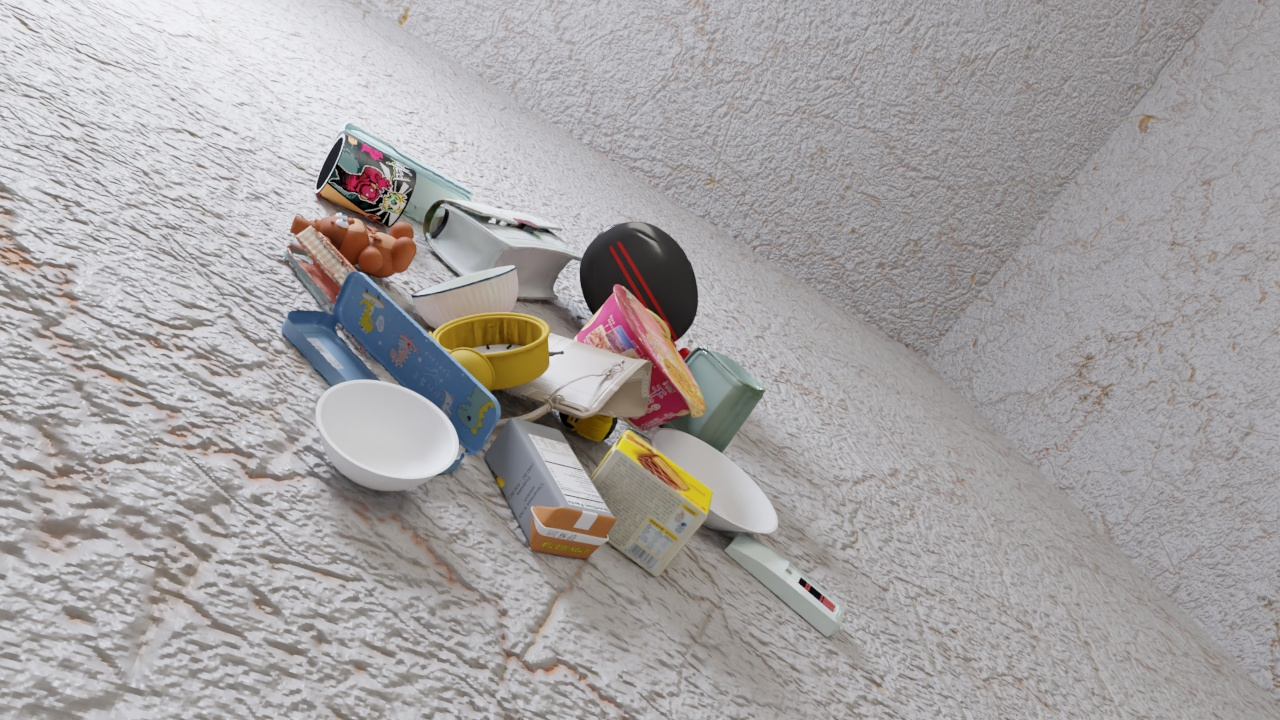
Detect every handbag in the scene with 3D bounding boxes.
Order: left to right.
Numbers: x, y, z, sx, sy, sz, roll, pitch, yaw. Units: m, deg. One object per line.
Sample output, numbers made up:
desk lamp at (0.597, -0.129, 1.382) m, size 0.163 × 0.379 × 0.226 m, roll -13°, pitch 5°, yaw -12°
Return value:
handbag at (-0.188, -0.161, 1.274) m, size 0.142 × 0.096 × 0.198 m, roll 41°, pitch 19°, yaw 20°
handbag at (-0.116, 0.030, 0.919) m, size 0.176 × 0.062 × 0.197 m, roll 17°, pitch 24°, yaw 28°
handbag at (0.089, 0.058, 1.174) m, size 0.067 × 0.122 × 0.106 m, roll 20°, pitch 20°, yaw -46°

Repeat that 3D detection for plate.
plate at (0.074, 0.147, 1.041) m, size 0.174 × 0.036 × 0.173 m, roll 32°, pitch 17°, yaw -11°

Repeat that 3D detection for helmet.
helmet at (0.002, -0.105, 1.354) m, size 0.265 × 0.164 × 0.169 m, roll 56°, pitch 5°, yaw -49°

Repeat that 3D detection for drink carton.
drink carton at (-0.082, 0.112, 0.809) m, size 0.076 × 0.048 × 0.125 m, roll 20°, pitch 22°, yaw -42°

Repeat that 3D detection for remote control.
remote control at (0.158, 0.236, 0.984) m, size 0.143 × 0.024 × 0.049 m, roll 39°, pitch 17°, yaw 12°

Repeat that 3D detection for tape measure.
tape measure at (-0.058, 0.063, 1.009) m, size 0.064 × 0.037 × 0.065 m, roll 25°, pitch 13°, yaw -22°

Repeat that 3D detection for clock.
clock at (-0.154, -0.005, 0.884) m, size 0.114 × 0.052 × 0.151 m, roll 20°, pitch 31°, yaw 40°

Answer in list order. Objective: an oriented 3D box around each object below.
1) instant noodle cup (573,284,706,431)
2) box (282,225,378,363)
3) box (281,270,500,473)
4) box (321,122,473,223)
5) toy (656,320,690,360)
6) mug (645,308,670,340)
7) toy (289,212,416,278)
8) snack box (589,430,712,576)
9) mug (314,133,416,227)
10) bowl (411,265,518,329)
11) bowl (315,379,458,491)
instant noodle cup at (-0.006, 0.006, 1.059) m, size 0.178 × 0.078 × 0.178 m, roll 52°, pitch 11°, yaw -15°
box at (-0.296, -0.061, 0.911) m, size 0.188 × 0.062 × 0.058 m, roll 42°, pitch -8°, yaw 29°
box at (-0.220, 0.008, 0.794) m, size 0.209 × 0.078 × 0.074 m, roll 41°, pitch 22°, yaw 19°
box at (-0.331, -0.252, 1.268) m, size 0.199 × 0.083 × 0.066 m, roll 29°, pitch 9°, yaw -21°
toy at (0.023, 0.020, 1.281) m, size 0.133 × 0.088 × 0.093 m, roll 48°, pitch 42°, yaw -29°
mug at (-0.009, -0.009, 1.174) m, size 0.107 × 0.114 × 0.083 m, roll 39°, pitch 8°, yaw 6°
toy at (-0.315, -0.135, 1.011) m, size 0.127 × 0.065 × 0.095 m, roll 20°, pitch 16°, yaw -29°
snack box at (0.001, 0.132, 0.857) m, size 0.106 × 0.084 × 0.061 m, roll 36°, pitch 17°, yaw 0°
mug at (-0.351, -0.238, 1.174) m, size 0.098 × 0.082 × 0.118 m, roll 25°, pitch 31°, yaw -31°
bowl at (-0.187, -0.059, 1.014) m, size 0.118 × 0.118 × 0.062 m, roll -61°, pitch 138°, yaw -73°
bowl at (-0.200, 0.066, 0.707) m, size 0.110 × 0.041 × 0.109 m, roll 23°, pitch 28°, yaw -13°
